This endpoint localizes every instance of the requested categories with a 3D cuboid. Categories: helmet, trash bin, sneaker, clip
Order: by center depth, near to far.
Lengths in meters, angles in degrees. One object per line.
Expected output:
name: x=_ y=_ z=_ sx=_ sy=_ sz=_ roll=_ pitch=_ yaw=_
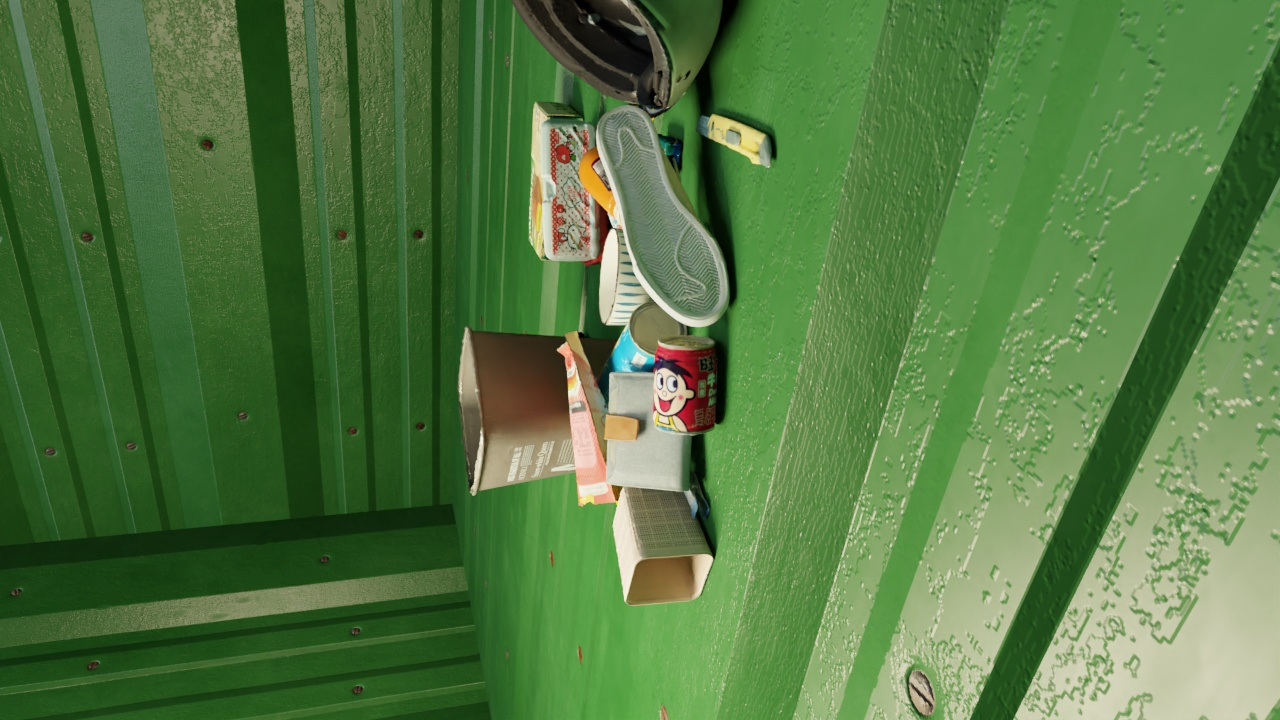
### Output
helmet: x=-0.014 y=-0.369 z=0.903 sx=0.157 sy=0.230 sz=0.274 roll=-48 pitch=19 yaw=0
sneaker: x=0.019 y=-0.140 z=0.952 sx=0.091 sy=0.089 sz=0.242 roll=80 pitch=168 yaw=-80
clip: x=0.059 y=0.149 z=1.020 sx=0.026 sy=0.037 sz=0.058 roll=101 pitch=159 yaw=-45
trash bin: x=-0.141 y=0.069 z=1.311 sx=0.200 sy=0.219 sz=0.198 roll=113 pitch=150 yaw=-53

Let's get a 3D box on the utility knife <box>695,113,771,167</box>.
utility knife: x=0.089 y=-0.215 z=0.881 sx=0.182 sy=0.019 sz=0.031 roll=-121 pitch=38 yaw=-64

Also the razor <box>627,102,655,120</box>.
razor: x=0.004 y=-0.299 z=1.103 sx=0.043 sy=0.028 sz=0.132 roll=-61 pitch=17 yaw=-1

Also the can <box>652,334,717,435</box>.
can: x=0.047 y=0.024 z=0.957 sx=0.066 sy=0.066 sz=0.094 roll=-144 pitch=53 yaw=-68

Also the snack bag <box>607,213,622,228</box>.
snack bag: x=-0.026 y=-0.189 z=1.221 sx=0.105 sy=0.026 sz=0.045 roll=-110 pitch=21 yaw=-49

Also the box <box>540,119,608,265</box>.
box: x=-0.102 y=-0.240 z=1.333 sx=0.094 sy=0.100 sz=0.201 roll=176 pitch=92 yaw=-72

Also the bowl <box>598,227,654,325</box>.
bowl: x=-0.008 y=-0.098 z=1.100 sx=0.116 sy=0.066 sz=0.116 roll=-176 pitch=91 yaw=-77

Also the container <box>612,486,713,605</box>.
container: x=0.019 y=0.205 z=1.044 sx=0.110 sy=0.089 sz=0.090 roll=-108 pitch=22 yaw=-45

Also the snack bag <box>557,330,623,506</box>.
snack bag: x=-0.064 y=0.072 z=1.128 sx=0.129 sy=0.073 sz=0.208 roll=140 pitch=116 yaw=-79

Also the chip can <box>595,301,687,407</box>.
chip can: x=-0.007 y=0.007 z=1.119 sx=0.211 sy=0.071 sz=0.071 roll=122 pitch=141 yaw=-61

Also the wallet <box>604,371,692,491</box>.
wallet: x=0.007 y=0.077 z=1.027 sx=0.037 sy=0.107 sz=0.129 roll=10 pitch=-97 yaw=-65

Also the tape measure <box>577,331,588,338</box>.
tape measure: x=-0.102 y=-0.012 z=1.469 sx=0.057 sy=0.039 sz=0.057 roll=-119 pitch=31 yaw=-54

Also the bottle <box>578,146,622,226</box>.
bottle: x=-0.029 y=-0.216 z=1.177 sx=0.067 sy=0.066 sz=0.149 roll=103 pitch=149 yaw=-41

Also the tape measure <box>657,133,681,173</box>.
tape measure: x=0.027 y=-0.230 z=1.048 sx=0.058 sy=0.025 sz=0.054 roll=-129 pitch=40 yaw=-63

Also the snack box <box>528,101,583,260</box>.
snack box: x=-0.143 y=-0.295 z=1.513 sx=0.114 sy=0.063 sz=0.240 roll=-125 pitch=35 yaw=-60

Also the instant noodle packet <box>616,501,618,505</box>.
instant noodle packet: x=-0.014 y=0.148 z=1.210 sx=0.128 sy=0.044 sz=0.111 roll=-109 pitch=19 yaw=-46
